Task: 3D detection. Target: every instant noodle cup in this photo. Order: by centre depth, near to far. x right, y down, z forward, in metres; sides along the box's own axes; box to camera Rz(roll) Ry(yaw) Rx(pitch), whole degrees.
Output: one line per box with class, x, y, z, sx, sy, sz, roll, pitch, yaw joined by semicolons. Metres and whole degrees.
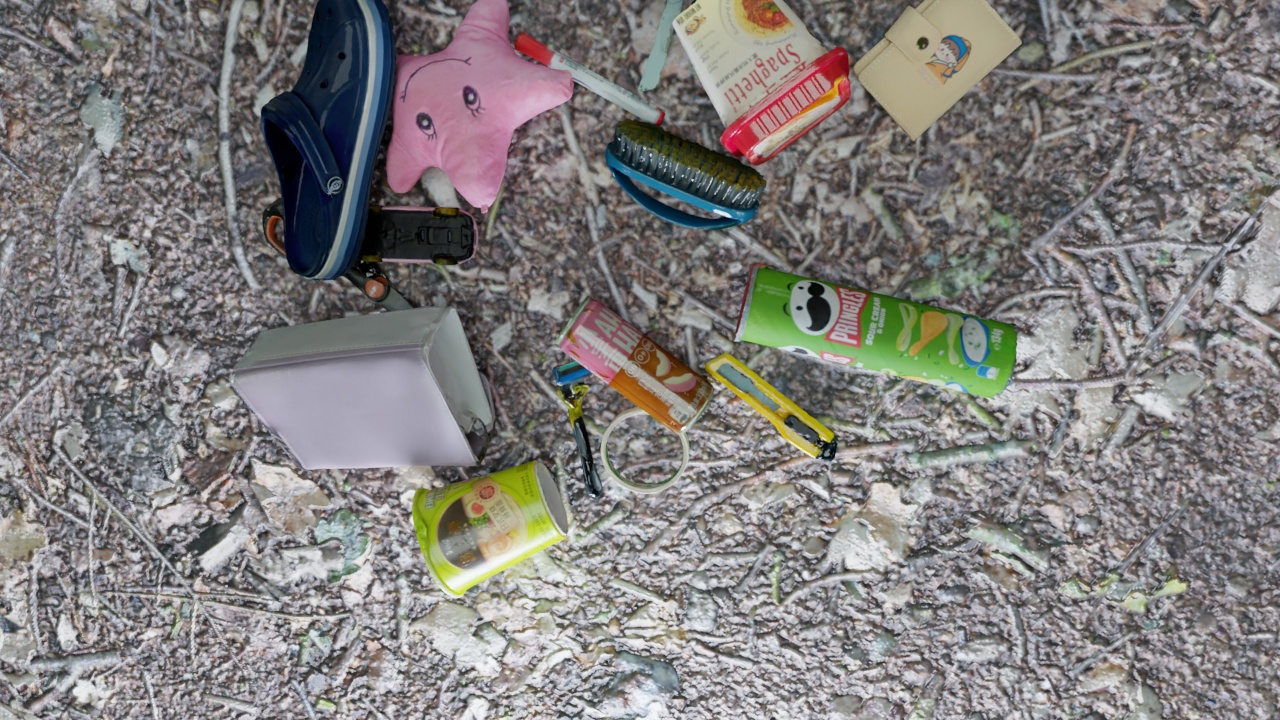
instant noodle cup;0.095;-0.241;0.749;0.116;0.116;0.124;-35;86;14
instant noodle cup;-0.139;0.153;0.883;0.123;0.111;0.112;-23;101;4

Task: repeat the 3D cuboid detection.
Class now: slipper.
slipper;-0.281;-0.194;0.787;0.105;0.095;0.253;26;110;38

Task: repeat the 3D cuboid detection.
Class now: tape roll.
tape roll;0.004;0.087;0.890;0.086;0.013;0.086;2;105;6

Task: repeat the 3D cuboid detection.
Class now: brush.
brush;0.035;-0.156;0.805;0.144;0.055;0.074;22;128;1

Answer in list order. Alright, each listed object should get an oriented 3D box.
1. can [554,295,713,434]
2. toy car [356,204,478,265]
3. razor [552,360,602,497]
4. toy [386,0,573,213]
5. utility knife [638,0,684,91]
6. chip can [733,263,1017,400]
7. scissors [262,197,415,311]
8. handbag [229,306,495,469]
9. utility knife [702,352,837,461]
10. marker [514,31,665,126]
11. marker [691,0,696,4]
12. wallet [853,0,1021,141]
can;-0.005;0.005;0.847;0.147;0.057;0.058;36;105;-3
toy car;-0.211;-0.117;0.850;0.122;0.037;0.056;3;98;3
razor;-0.057;0.067;0.890;0.042;0.022;0.143;-21;110;-33
toy;-0.147;-0.215;0.794;0.195;0.074;0.178;-18;86;18
utility knife;0.039;-0.337;0.774;0.034;0.018;0.225;26;108;20
chip can;0.205;-0.026;0.807;0.236;0.072;0.072;13;105;3
scissors;-0.252;-0.089;0.871;0.234;0.021;0.153;25;105;1
handbag;-0.250;0.032;0.856;0.197;0.098;0.145;-5;123;15
utility knife;0.124;0.045;0.863;0.156;0.015;0.033;37;103;-3
marker;-0.044;-0.247;0.808;0.145;0.017;0.017;29;106;-1
marker;0.096;-0.340;0.767;0.131;0.018;0.022;-43;105;15
wallet;0.245;-0.256;0.768;0.115;0.024;0.087;-43;95;16
